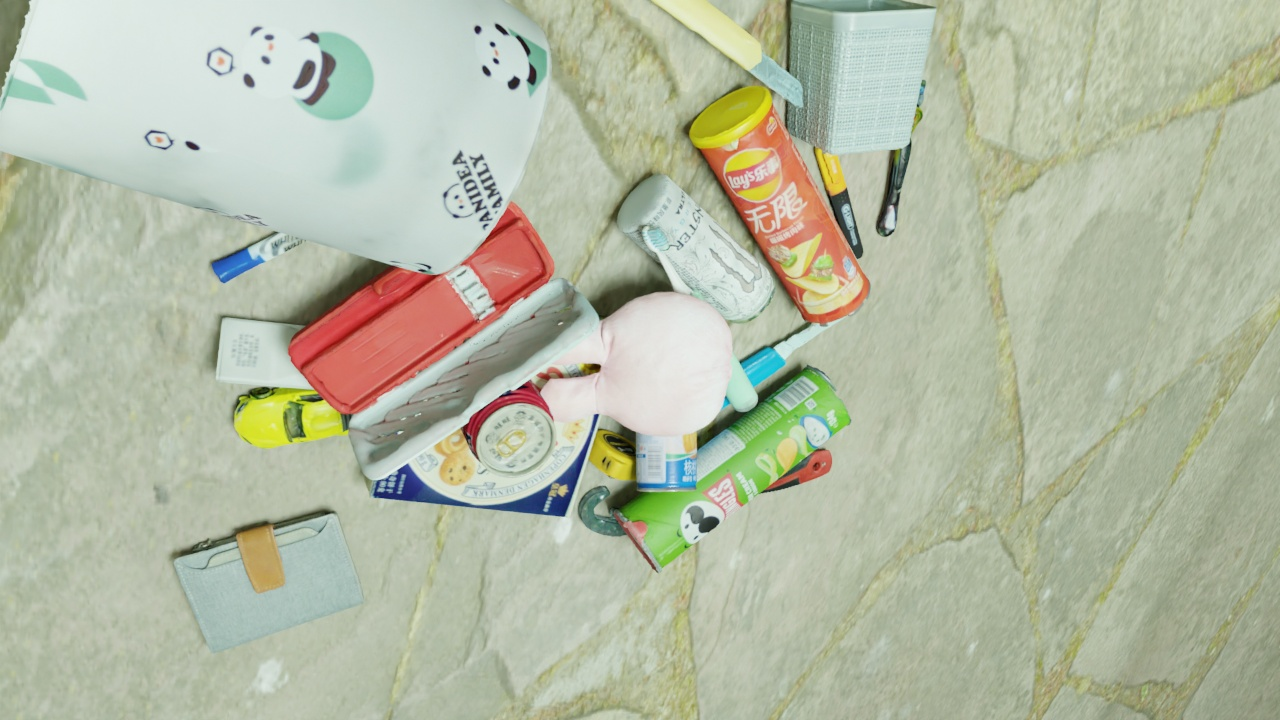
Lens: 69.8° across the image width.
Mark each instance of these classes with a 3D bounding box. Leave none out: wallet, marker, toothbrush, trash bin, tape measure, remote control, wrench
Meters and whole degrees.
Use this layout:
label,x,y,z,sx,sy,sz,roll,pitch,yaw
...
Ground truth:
label,x,y,z,sx,sy,sz,roll,pitch,yaw
wallet,-0.309,0.185,0.773,0.129,0.037,0.107,-16,119,-15
marker,-0.246,-0.097,0.679,0.145,0.017,0.017,-29,121,-8
toothbrush,0.052,-0.032,0.784,0.026,0.027,0.224,-59,136,-27
marker,0.182,-0.144,0.834,0.018,0.015,0.124,-28,123,-3
trash bin,-0.206,-0.179,0.547,0.251,0.229,0.230,20,105,-34
tape measure,-0.023,0.089,0.832,0.060,0.057,0.029,11,113,-53
remote control,-0.256,-0.003,0.705,0.124,0.024,0.049,5,79,-24
wrench,0.071,0.130,0.915,0.273,0.016,0.056,-9,117,-18

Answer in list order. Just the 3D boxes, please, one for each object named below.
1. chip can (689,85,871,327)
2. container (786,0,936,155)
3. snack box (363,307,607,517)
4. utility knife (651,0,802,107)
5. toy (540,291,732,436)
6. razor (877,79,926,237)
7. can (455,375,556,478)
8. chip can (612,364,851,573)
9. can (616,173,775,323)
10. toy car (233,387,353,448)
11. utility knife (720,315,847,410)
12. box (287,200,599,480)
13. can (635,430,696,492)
label,x,y,z,sx,sy,sz,roll,pitch,yaw
chip can,0.125,-0.127,0.785,0.073,0.073,0.216,-40,122,-1
container,0.174,-0.233,0.748,0.089,0.090,0.112,-10,120,-18
snack box,-0.122,0.037,0.775,0.182,0.046,0.178,10,108,-25
utility knife,0.053,-0.259,0.709,0.201,0.021,0.031,30,88,-15
toy,-0.004,0.004,0.744,0.159,0.054,0.121,0,103,-5
razor,0.234,-0.180,0.834,0.042,0.022,0.143,-6,116,-17
can,-0.105,0.042,0.702,0.066,0.094,0.067,-8,115,-19
chip can,0.088,0.100,0.863,0.235,0.072,0.072,-36,122,-10
can,0.049,-0.092,0.777,0.146,0.058,0.058,37,96,-31
toy car,-0.266,0.044,0.728,0.105,0.032,0.048,-9,117,-17
utility knife,0.111,0.008,0.872,0.234,0.018,0.034,-33,122,-4
box,-0.141,-0.017,0.660,0.201,0.100,0.110,-35,120,-4
can,0.022,0.047,0.804,0.053,0.053,0.134,2,85,-23
